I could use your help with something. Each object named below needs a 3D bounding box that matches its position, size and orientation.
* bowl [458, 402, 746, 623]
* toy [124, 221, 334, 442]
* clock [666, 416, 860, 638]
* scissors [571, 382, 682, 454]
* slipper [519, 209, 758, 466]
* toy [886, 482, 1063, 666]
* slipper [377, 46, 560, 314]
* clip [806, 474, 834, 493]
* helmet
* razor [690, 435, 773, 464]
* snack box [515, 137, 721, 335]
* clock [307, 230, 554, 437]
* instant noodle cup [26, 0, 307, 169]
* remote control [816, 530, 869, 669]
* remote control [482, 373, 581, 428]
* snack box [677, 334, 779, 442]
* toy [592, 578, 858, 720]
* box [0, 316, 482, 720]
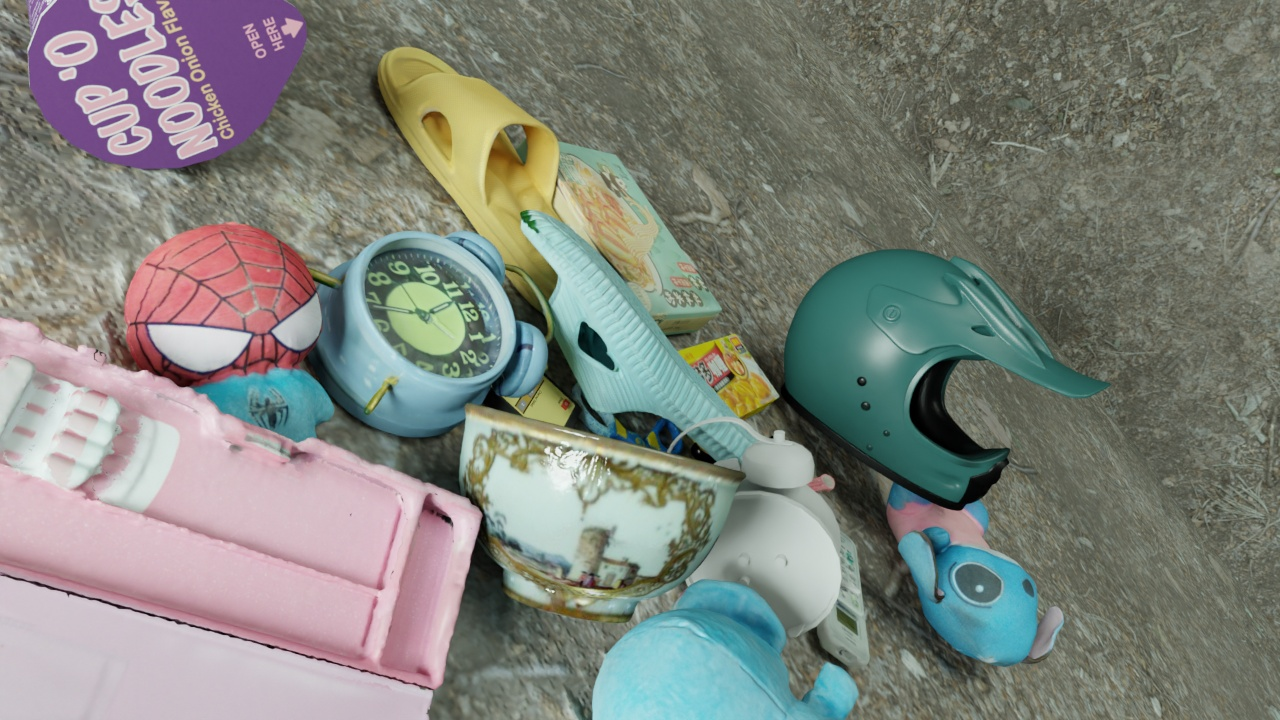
[{"bbox_3d":[-0.030,0.088,0.502,0.159,0.160,0.094,20,81,-43],"label":"bowl"},{"bbox_3d":[-0.193,-0.004,0.442,0.092,0.062,0.133,-14,81,-43],"label":"toy"},{"bbox_3d":[0.074,0.114,0.623,0.159,0.120,0.061,59,23,-5],"label":"clock"},{"bbox_3d":[-0.003,0.061,0.679,0.126,0.013,0.125,45,27,1],"label":"scissors"},{"bbox_3d":[-0.004,0.004,0.670,0.276,0.069,0.116,48,10,-17],"label":"slipper"},{"bbox_3d":[0.296,0.191,0.865,0.224,0.099,0.191,30,28,-27],"label":"toy"},{"bbox_3d":[-0.105,-0.155,0.727,0.263,0.079,0.099,57,29,9],"label":"slipper"},{"bbox_3d":[0.145,0.117,0.820,0.059,0.045,0.023,-16,61,-22],"label":"clip"},{"bbox_3d":[0.278,0.003,0.880,0.275,0.200,0.176,37,20,23],"label":"helmet"},{"bbox_3d":[0.088,0.080,0.777,0.144,0.021,0.044,12,28,-50],"label":"razor"},{"bbox_3d":[-0.022,-0.109,0.822,0.193,0.044,0.141,57,28,14],"label":"snack box"},{"bbox_3d":[-0.119,-0.021,0.545,0.161,0.060,0.118,-21,78,-50],"label":"clock"},{"bbox_3d":[-0.271,-0.195,0.503,0.136,0.122,0.122,-28,62,-16],"label":"instant noodle cup"},{"bbox_3d":[0.158,0.187,0.746,0.050,0.022,0.133,40,30,-18],"label":"remote control"},{"bbox_3d":[-0.097,0.005,0.612,0.133,0.013,0.058,43,29,-12],"label":"remote control"},{"bbox_3d":[0.068,0.021,0.813,0.075,0.025,0.152,56,29,10],"label":"snack box"},{"bbox_3d":[0.057,0.207,0.492,0.180,0.115,0.182,30,33,8],"label":"toy"},{"bbox_3d":[-0.180,0.101,0.360,0.232,0.040,0.178,31,50,-32],"label":"box"}]
